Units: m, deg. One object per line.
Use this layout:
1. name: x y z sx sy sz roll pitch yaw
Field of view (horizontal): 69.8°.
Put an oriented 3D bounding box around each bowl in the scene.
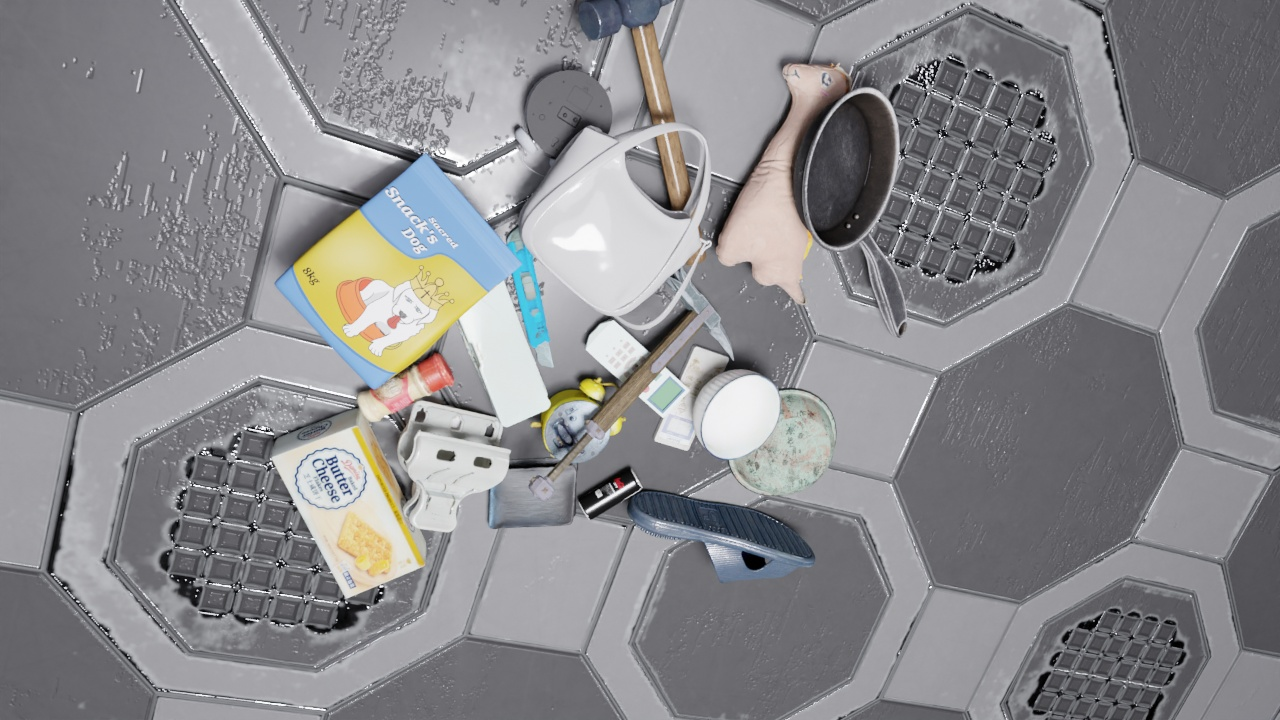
1. bowl: 0.195 0.117 1.220 0.157 0.038 0.158 -5 110 -13
2. bowl: 0.111 0.060 1.155 0.118 0.062 0.118 -13 120 -24

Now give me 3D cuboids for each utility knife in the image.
1. utility knife: -0.128 -0.072 1.083 0.031 0.015 0.179 -13 113 -5

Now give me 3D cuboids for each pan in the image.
1. pan: 0.271 -0.161 1.116 0.187 0.055 0.357 -46 135 -22

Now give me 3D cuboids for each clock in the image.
1. clock: -0.070 0.072 1.125 0.118 0.057 0.083 -31 113 -2
2. clock: -0.087 -0.262 1.014 0.094 0.035 0.123 28 101 -22

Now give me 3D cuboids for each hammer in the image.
1. hammer: -0.016 0.047 1.097 0.316 0.028 0.147 -47 116 -14
2. hammer: 0.030 -0.258 1.038 0.129 0.040 0.322 -29 120 -26

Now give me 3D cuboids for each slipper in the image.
1. slipper: 0.099 0.242 1.215 0.263 0.101 0.083 16 112 -13

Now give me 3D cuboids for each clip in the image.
1. clip: -0.222 0.132 1.074 0.126 0.097 0.152 18 83 -36

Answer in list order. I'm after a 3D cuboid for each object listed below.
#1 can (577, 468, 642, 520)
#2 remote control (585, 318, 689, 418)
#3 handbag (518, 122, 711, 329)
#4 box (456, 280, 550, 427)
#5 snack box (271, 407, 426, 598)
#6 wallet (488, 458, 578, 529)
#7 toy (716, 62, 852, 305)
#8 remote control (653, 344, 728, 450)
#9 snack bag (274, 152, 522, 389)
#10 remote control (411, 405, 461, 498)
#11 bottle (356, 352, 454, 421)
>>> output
1. can: -0.039 0.172 1.183 0.080 0.031 0.031 -31 114 -2
2. remote control: -0.007 0.007 1.136 0.049 0.024 0.143 -46 112 4
3. handbag: -0.006 -0.166 1.026 0.223 0.095 0.216 -44 116 9
4. box: -0.167 -0.022 1.073 0.083 0.066 0.199 -17 111 9
5. snack box: -0.341 0.170 1.090 0.104 0.057 0.208 -21 113 -6
6. wallet: -0.135 0.170 1.161 0.115 0.026 0.089 -2 111 -14
7. toy: 0.191 -0.213 1.097 0.196 0.065 0.264 28 93 -33
8. remote control: 0.064 0.049 1.177 0.050 0.011 0.136 18 104 -20
9. snack bag: -0.253 -0.094 0.976 0.205 0.102 0.159 -40 101 6
10. remote control: -0.248 0.119 1.120 0.043 0.013 0.137 11 106 -18
11. bottle: -0.273 0.033 1.067 0.109 0.044 0.044 -27 114 -3
